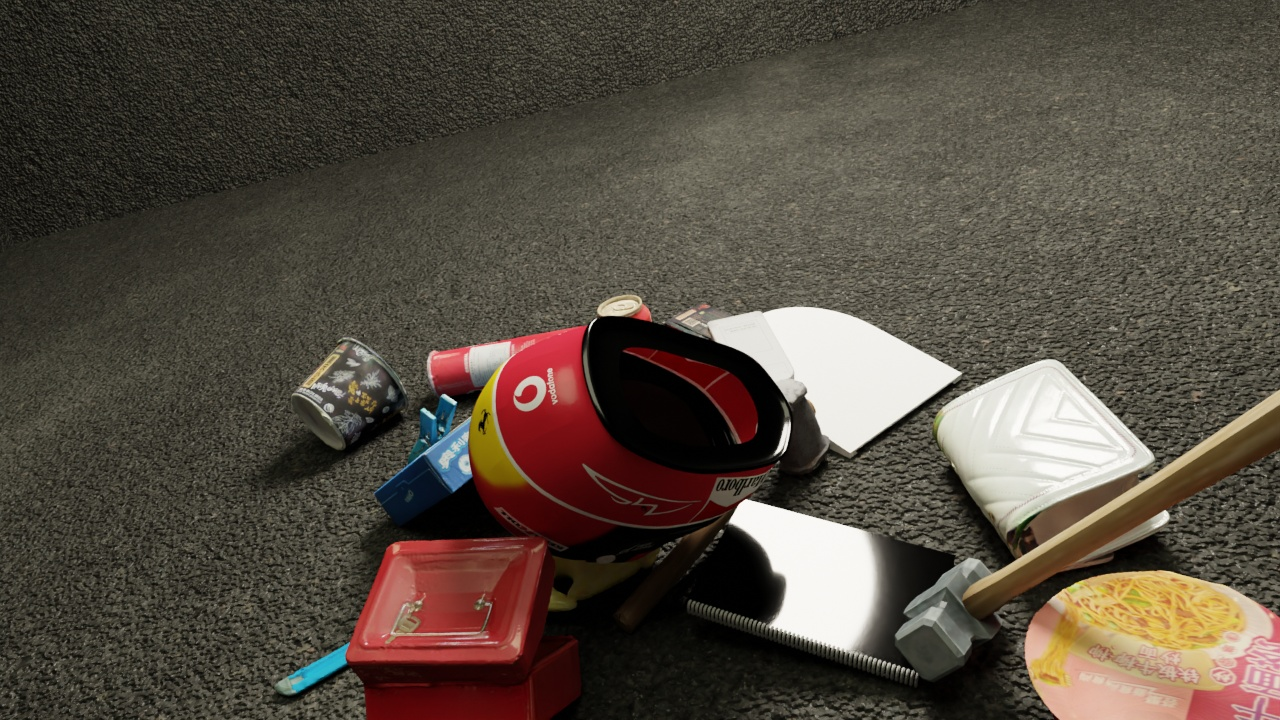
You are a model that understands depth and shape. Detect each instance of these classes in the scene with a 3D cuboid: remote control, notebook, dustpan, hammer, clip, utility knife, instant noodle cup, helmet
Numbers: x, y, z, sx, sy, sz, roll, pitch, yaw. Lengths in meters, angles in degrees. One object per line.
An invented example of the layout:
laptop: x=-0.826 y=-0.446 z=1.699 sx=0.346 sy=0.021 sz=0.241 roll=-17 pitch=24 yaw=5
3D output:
remote control: x=0.137 y=-0.008 z=1.141 sx=0.074 sy=0.019 sz=0.151 roll=-13 pitch=38 yaw=-5
notebook: x=0.163 y=0.201 z=0.827 sx=0.207 sy=0.016 sz=0.148 roll=12 pitch=37 yaw=23
dustpan: x=0.230 y=0.022 z=1.147 sx=0.191 sy=0.053 sz=0.258 roll=-30 pitch=43 yaw=-25
hammer: x=0.321 y=0.127 z=0.660 sx=0.051 sy=0.324 sz=0.117 roll=51 pitch=38 yaw=13
clip: x=-0.274 y=0.108 z=1.156 sx=0.031 sy=0.130 sz=0.121 roll=40 pitch=70 yaw=14
utility knife: x=-0.264 y=0.277 z=0.939 sx=0.224 sy=0.015 sz=0.031 roll=-27 pitch=35 yaw=-23
instant noodle cup: x=-0.418 y=0.055 z=1.301 sx=0.137 sy=0.137 sz=0.112 roll=12 pitch=47 yaw=40
instant noodle cup: x=0.365 y=0.237 z=0.639 sx=0.179 sy=0.078 sz=0.178 roll=-12 pitch=27 yaw=6
helmet: x=-0.028 y=0.084 z=0.854 sx=0.270 sy=0.225 sz=0.197 roll=12 pitch=49 yaw=-33
hammer: x=0.086 y=0.150 z=0.940 sx=0.052 sy=0.098 sz=0.327 roll=6 pitch=43 yaw=49

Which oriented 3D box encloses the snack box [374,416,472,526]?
snack box: x=-0.185 y=0.089 z=1.091 sx=0.238 sy=0.056 sz=0.196 roll=-39 pitch=3 yaw=-36

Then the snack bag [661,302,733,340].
snack bag: x=0.105 y=-0.048 z=1.330 sx=0.074 sy=0.018 sz=0.155 roll=-28 pitch=31 yaw=-22

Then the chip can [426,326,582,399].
chip can: x=-0.186 y=0.002 z=1.328 sx=0.233 sy=0.073 sz=0.073 roll=-10 pitch=29 yaw=8

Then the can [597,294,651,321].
can: x=-0.007 y=0.007 z=1.129 sx=0.067 sy=0.170 sz=0.067 roll=-11 pitch=30 yaw=6

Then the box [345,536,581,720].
box: x=-0.143 y=0.257 z=0.781 sx=0.157 sy=0.156 sz=0.146 roll=-4 pitch=36 yaw=15

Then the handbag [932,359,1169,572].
handbag: x=0.377 y=0.100 z=0.863 sx=0.142 sy=0.096 sz=0.198 roll=-26 pitch=28 yaw=10

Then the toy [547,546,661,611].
toy: x=-0.063 y=0.188 z=0.947 sx=0.170 sy=0.065 sz=0.155 roll=-26 pitch=36 yaw=-19
